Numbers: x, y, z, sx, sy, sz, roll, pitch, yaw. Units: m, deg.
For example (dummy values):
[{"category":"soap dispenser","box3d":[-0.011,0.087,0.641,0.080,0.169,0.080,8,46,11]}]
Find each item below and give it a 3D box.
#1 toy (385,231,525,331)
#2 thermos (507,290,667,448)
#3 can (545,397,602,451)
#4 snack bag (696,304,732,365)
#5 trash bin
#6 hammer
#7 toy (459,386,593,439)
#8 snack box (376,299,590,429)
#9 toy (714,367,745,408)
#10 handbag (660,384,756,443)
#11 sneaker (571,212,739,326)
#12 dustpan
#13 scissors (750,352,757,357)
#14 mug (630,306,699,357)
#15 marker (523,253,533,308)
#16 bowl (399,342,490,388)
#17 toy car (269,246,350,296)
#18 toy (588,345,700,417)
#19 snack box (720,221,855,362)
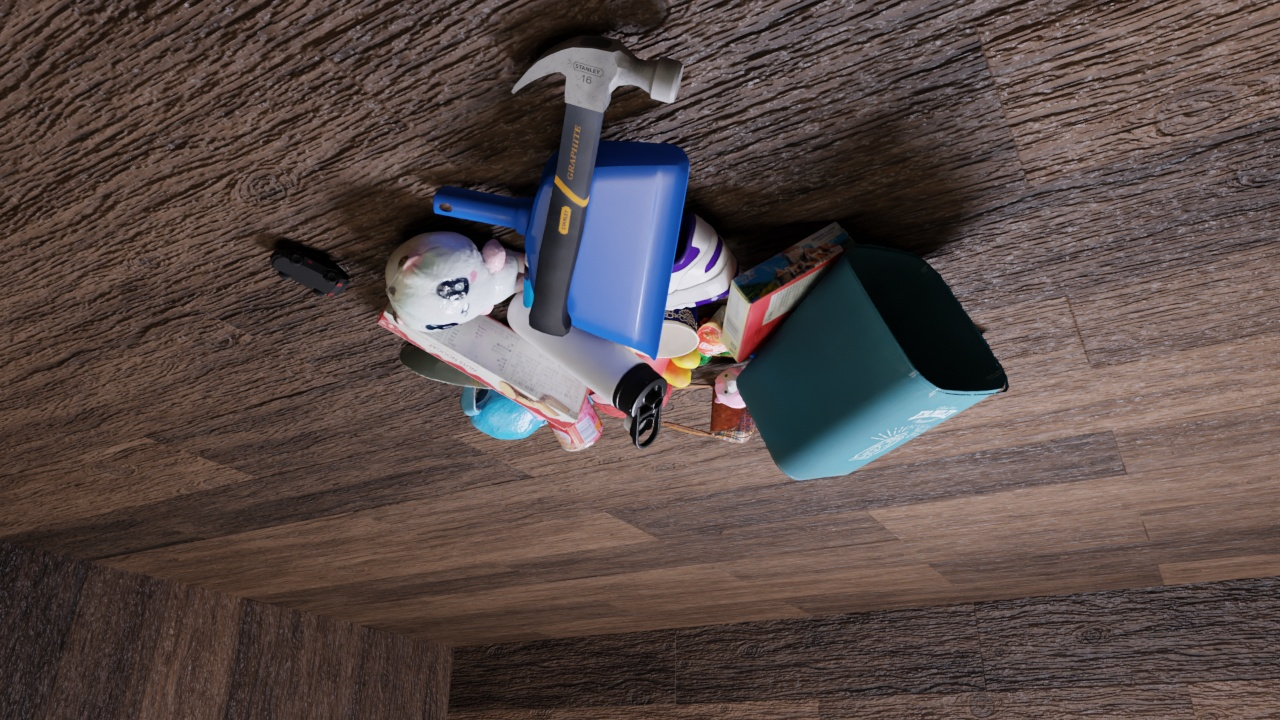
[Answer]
[{"category":"toy","box3d":[-0.206,-0.094,1.058,0.179,0.101,0.139,-7,146,-28]},{"category":"thermos","box3d":[-0.065,0.003,1.104,0.068,0.230,0.101,-28,143,-40]},{"category":"can","box3d":[-0.104,0.061,1.263,0.067,0.066,0.124,-11,125,23]},{"category":"snack bag","box3d":[0.099,-0.026,1.239,0.087,0.044,0.155,-1,160,-14]},{"category":"trash bin","box3d":[0.248,0.015,1.043,0.196,0.199,0.219,1,145,-43]},{"category":"hammer","box3d":[-0.060,-0.148,0.861,0.139,0.035,0.313,16,130,2]},{"category":"toy","box3d":[-0.156,0.060,1.366,0.192,0.098,0.224,-22,155,19]},{"category":"snack box","box3d":[-0.189,-0.011,1.146,0.273,0.076,0.044,30,144,-15]},{"category":"toy","box3d":[0.188,0.044,1.316,0.158,0.067,0.123,-3,161,18]},{"category":"handbag","box3d":[0.078,0.067,1.369,0.196,0.093,0.043,7,148,0]},{"category":"sneaker","box3d":[-0.021,-0.108,1.021,0.245,0.091,0.111,-8,145,22]},{"category":"dustpan","box3d":[-0.091,-0.130,0.941,0.257,0.059,0.246,11,130,2]},{"category":"scissors","box3d":[0.181,0.001,1.312,0.083,0.016,0.135,-1,158,-4]},{"category":"mug","box3d":[0.015,-0.060,1.106,0.112,0.089,0.085,-10,152,21]},{"category":"marker","box3d":[-0.124,-0.111,1.048,0.015,0.018,0.123,-18,138,-28]},{"category":"bowl","box3d":[-0.227,-0.023,1.209,0.174,0.068,0.174,12,-164,-4]},{"category":"toy car","box3d":[-0.392,-0.109,1.090,0.091,0.036,0.042,29,142,-27]},{"category":"toy","box3d":[-0.007,0.007,1.234,0.147,0.098,0.217,20,149,-9]},{"category":"snack box","box3d":[0.165,-0.075,1.048,0.144,0.040,0.143,-30,157,-14]}]
